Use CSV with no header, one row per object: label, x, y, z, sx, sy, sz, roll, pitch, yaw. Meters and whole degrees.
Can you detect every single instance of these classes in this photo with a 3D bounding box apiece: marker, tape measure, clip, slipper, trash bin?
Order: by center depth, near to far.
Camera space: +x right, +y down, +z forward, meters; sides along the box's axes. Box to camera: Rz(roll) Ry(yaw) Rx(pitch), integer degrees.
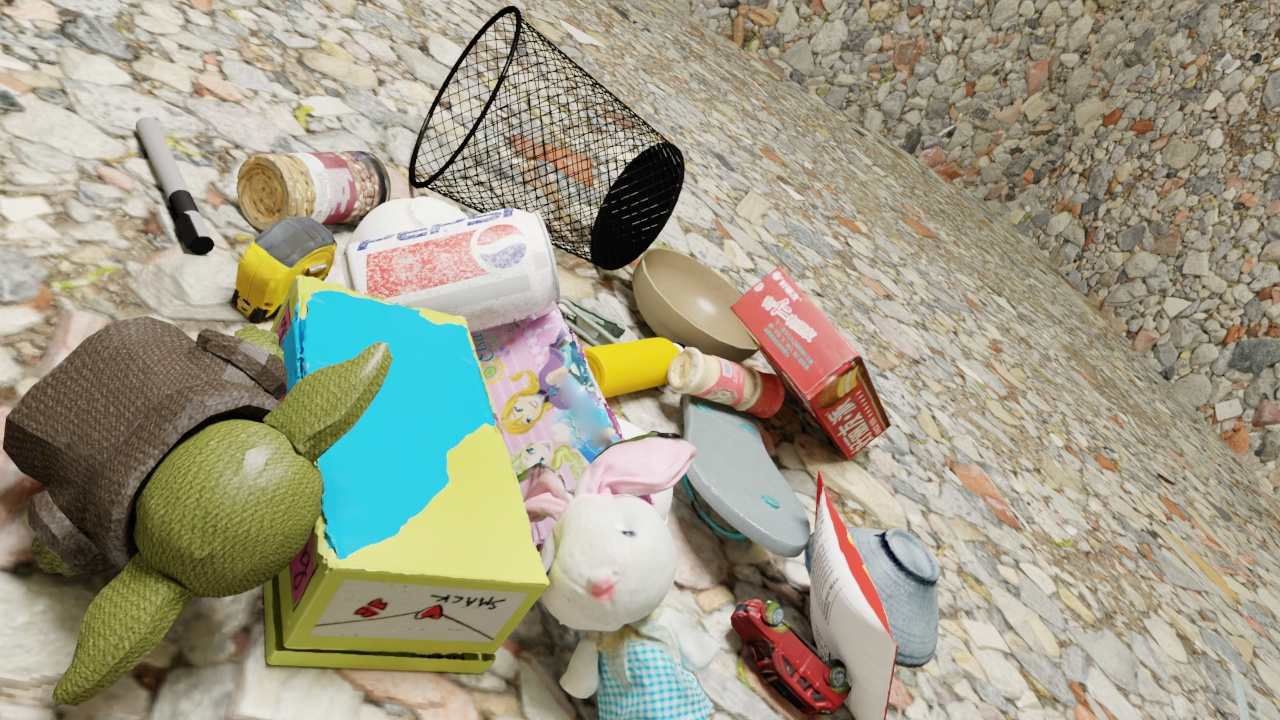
tape measure,-0.230,-0.061,0.603,0.037,0.064,0.065,38,28,4
marker,-0.327,-0.125,0.641,0.016,0.016,0.140,2,43,-49
slipper,0.065,0.087,0.752,0.098,0.055,0.268,27,18,-15
clip,-0.048,-0.034,0.824,0.076,0.023,0.059,31,26,-16
trash bin,-0.082,-0.196,0.882,0.210,0.184,0.183,27,28,-30

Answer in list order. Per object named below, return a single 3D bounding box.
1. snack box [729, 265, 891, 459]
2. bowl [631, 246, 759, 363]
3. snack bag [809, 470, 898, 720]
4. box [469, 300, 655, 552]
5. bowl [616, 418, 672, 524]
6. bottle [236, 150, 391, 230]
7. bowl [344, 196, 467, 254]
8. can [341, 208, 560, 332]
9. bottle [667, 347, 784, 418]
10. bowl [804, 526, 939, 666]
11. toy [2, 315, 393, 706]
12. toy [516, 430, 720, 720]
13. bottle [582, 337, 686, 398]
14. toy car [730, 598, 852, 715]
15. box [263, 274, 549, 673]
snack box,0.166,0.011,0.866,0.113,0.060,0.236,53,5,28
bowl,0.051,-0.046,0.929,0.152,0.051,0.152,28,28,-17
snack bag,0.141,0.173,0.634,0.039,0.131,0.144,-10,40,-5
box,-0.067,0.029,0.635,0.084,0.053,0.230,-18,50,-12
bowl,-0.015,0.075,0.671,0.110,0.041,0.109,28,28,-17
bottle,-0.247,-0.131,0.701,0.056,0.056,0.105,43,28,11
bowl,-0.167,-0.086,0.720,0.113,0.063,0.113,29,27,-17
can,-0.130,-0.057,0.637,0.136,0.078,0.078,-15,47,-11
bottle,0.076,0.020,0.805,0.109,0.044,0.044,17,33,-34
bowl,0.208,0.177,0.758,0.137,0.057,0.136,28,28,-17
toy,-0.203,0.044,0.406,0.153,0.179,0.078,28,-21,30
toy,-0.016,0.137,0.487,0.106,0.131,0.205,56,19,-71
bottle,-0.005,0.005,0.791,0.043,0.043,0.143,48,29,20
toy car,0.097,0.197,0.612,0.036,0.042,0.091,-38,81,-29
box,-0.143,0.056,0.514,0.124,0.081,0.220,14,33,-37
